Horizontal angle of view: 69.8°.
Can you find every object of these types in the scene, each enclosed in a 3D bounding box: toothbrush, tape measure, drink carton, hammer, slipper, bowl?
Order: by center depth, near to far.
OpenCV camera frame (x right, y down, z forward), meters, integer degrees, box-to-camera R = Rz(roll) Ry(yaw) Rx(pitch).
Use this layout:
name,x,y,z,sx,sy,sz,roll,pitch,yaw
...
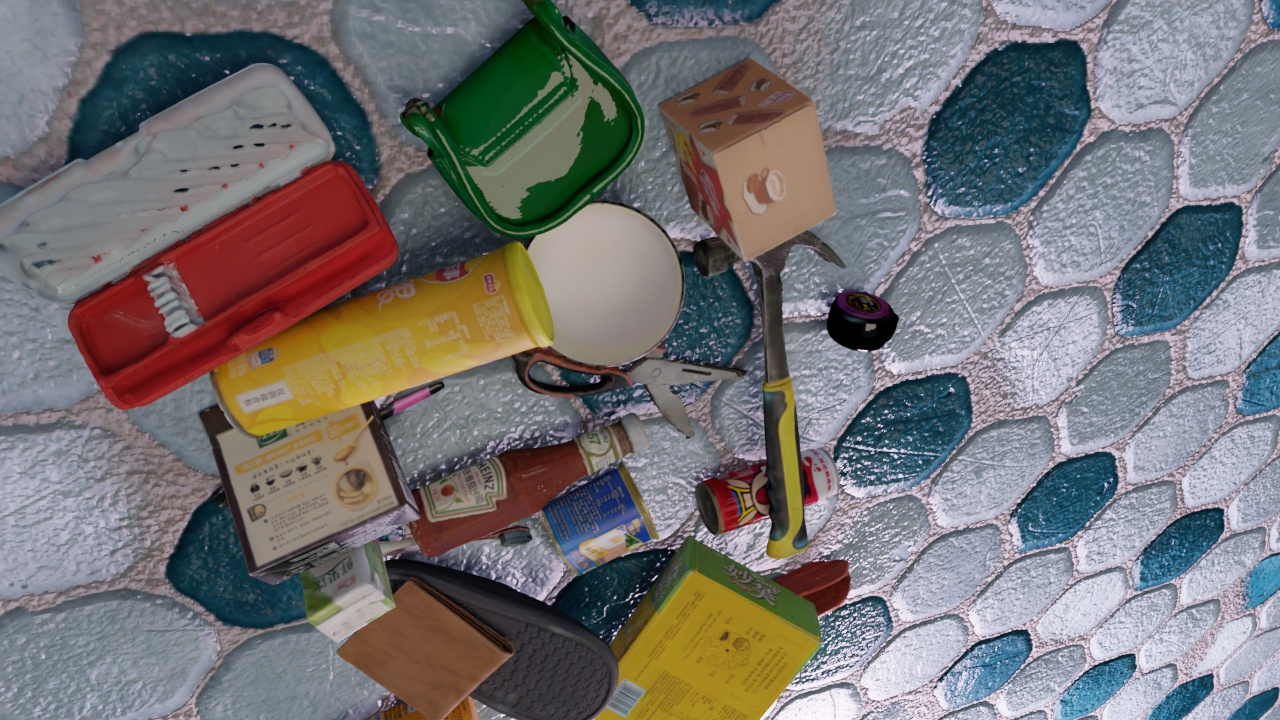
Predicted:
name,x,y,z,sx,sy,sz,roll,pitch,yaw
bowl,-0.026,-0.059,0.662,0.116,0.066,0.116,0,103,2
drink carton,-0.224,0.147,0.689,0.053,0.122,0.045,-32,133,-3
toothbrush,-0.234,0.063,0.694,0.189,0.017,0.014,-27,141,-8
toothbrush,-0.182,0.161,0.789,0.187,0.017,0.016,-2,123,-26
hammer,0.124,0.034,0.801,0.126,0.032,0.324,-17,117,-17
tape measure,0.193,-0.033,0.808,0.057,0.057,0.039,-13,129,-29
slipper,-0.136,0.243,0.840,0.268,0.083,0.111,30,105,-19

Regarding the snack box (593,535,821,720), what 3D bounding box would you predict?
name,x,y,z,sx,sy,sz,roll,pitch,yaw
snack box,0.061,0.305,0.937,0.157,0.070,0.210,30,109,-7

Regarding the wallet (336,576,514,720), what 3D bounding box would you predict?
name,x,y,z,sx,sy,sz,roll,pitch,yaw
wallet,-0.183,0.248,0.783,0.115,0.020,0.101,42,103,-16

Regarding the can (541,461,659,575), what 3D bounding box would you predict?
name,x,y,z,sx,sy,sz,roll,pitch,yaw
can,-0.035,0.142,0.808,0.083,0.057,0.102,-26,154,-5

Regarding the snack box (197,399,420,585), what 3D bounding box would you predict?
name,x,y,z,sx,sy,sz,roll,pitch,yaw
snack box,-0.234,0.076,0.652,0.113,0.125,0.053,-24,157,-9

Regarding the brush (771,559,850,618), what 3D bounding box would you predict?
name,x,y,z,sx,sy,sz,roll,pitch,yaw
brush,0.166,0.262,1.004,0.145,0.063,0.069,-22,144,-12

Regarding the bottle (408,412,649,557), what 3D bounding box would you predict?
name,x,y,z,sx,sy,sz,roll,pitch,yaw
bottle,-0.091,0.097,0.760,0.206,0.059,0.060,-23,130,-9

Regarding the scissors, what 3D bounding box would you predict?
name,x,y,z,sx,sy,sz,roll,pitch,yaw
scissors,-0.004,0.001,0.763,0.189,0.015,0.226,-24,130,-9

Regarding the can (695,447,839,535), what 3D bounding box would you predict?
name,x,y,z,sx,sy,sz,roll,pitch,yaw
can,0.124,0.125,0.891,0.132,0.053,0.053,-14,128,-17

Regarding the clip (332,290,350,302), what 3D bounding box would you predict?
name,x,y,z,sx,sy,sz,roll,pitch,yaw
clip,-0.222,-0.054,0.615,0.058,0.043,0.027,17,113,-39

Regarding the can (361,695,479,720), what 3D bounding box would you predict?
name,x,y,z,sx,sy,sz,roll,pitch,yaw
can,-0.230,0.363,0.884,0.146,0.058,0.058,-19,129,-13

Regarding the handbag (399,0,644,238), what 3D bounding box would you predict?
name,x,y,z,sx,sy,sz,roll,pitch,yaw
handbag,-0.072,-0.152,0.583,0.131,0.068,0.120,-41,130,6

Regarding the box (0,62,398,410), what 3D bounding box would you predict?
name,x,y,z,sx,sy,sz,roll,pitch,yaw
box,-0.265,-0.073,0.551,0.201,0.074,0.154,-30,118,-3

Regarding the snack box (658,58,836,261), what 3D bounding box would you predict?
name,x,y,z,sx,sy,sz,roll,pitch,yaw
snack box,0.075,-0.142,0.646,0.077,0.094,0.093,-28,131,-5

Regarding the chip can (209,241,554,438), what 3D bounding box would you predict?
name,x,y,z,sx,sy,sz,roll,pitch,yaw
chip can,-0.167,-0.012,0.603,0.213,0.072,0.072,-18,131,4
